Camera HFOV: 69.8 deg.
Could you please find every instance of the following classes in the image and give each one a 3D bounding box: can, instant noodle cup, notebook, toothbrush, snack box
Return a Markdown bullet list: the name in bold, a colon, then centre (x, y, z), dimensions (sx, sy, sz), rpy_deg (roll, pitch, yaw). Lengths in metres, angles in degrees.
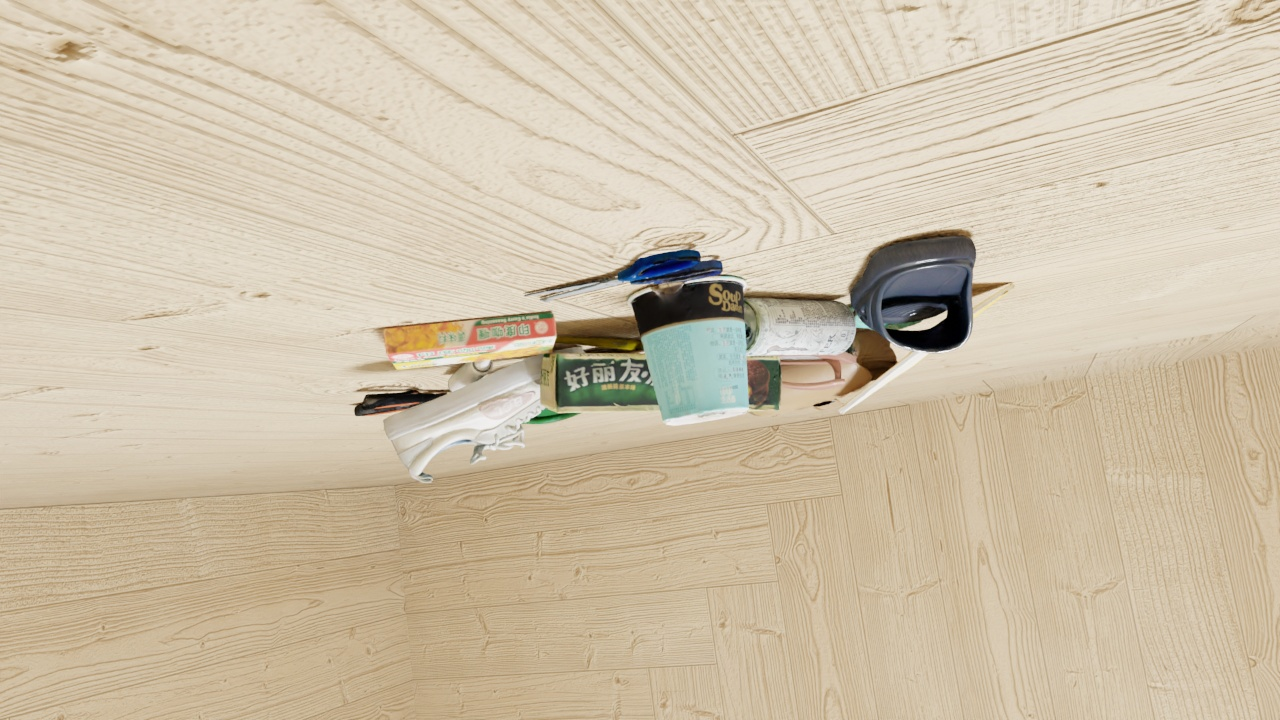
- **can**: centre (0.153, -0.034, 0.940), dimensions (0.146, 0.058, 0.058), rpy_deg (-1, 170, -37)
- **instant noodle cup**: centre (0.050, -0.005, 0.834), dimensions (0.111, 0.120, 0.111), rpy_deg (-7, 171, -1)
- **notebook**: centre (0.328, -0.011, 1.070), dimensions (0.145, 0.010, 0.207), rpy_deg (-28, 166, -29)
- **toothbrush**: centre (-0.185, 0.008, 1.035), dimensions (0.026, 0.027, 0.221), rpy_deg (-49, -171, -23)
- **snack box**: centre (0.019, 0.023, 0.976), dimensions (0.240, 0.063, 0.114), rpy_deg (0, 180, -12)
- **toothbrush**: centre (-0.066, -0.017, 1.000), dimensions (0.016, 0.016, 0.189), rpy_deg (-14, 170, 43)
- **snack box**: centre (-0.160, -0.018, 0.876), dimensions (0.155, 0.027, 0.077), rpy_deg (-6, 170, -9)

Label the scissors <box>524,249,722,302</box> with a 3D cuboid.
- **scissors**: centre (-0.019, -0.066, 0.739), dimensions (0.171, 0.012, 0.140), rpy_deg (-6, 173, -5)

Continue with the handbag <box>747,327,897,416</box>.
- **handbag**: centre (0.220, 0.014, 1.173), dimensions (0.205, 0.099, 0.147), rpy_deg (-20, 170, 30)

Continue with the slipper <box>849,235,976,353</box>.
- **slipper**: centre (0.260, -0.048, 0.871), dimensions (0.111, 0.083, 0.268), rpy_deg (-7, 170, 11)

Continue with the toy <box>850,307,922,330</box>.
- **toy**: centre (0.258, -0.049, 1.043), dimensions (0.091, 0.030, 0.097), rpy_deg (7, 171, -43)

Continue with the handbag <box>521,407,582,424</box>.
- **handbag**: centre (-0.108, 0.040, 1.166), dimensions (0.120, 0.068, 0.131), rpy_deg (-12, 170, 29)

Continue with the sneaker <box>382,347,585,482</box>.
- **sneaker**: centre (-0.158, 0.061, 1.030), dimensions (0.242, 0.090, 0.090), rpy_deg (-24, 179, -17)

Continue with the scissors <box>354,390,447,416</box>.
- **scissors**: centre (-0.297, 0.051, 1.253), dimensions (0.235, 0.021, 0.220), rpy_deg (-11, 176, 19)

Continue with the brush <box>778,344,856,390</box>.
- **brush**: centre (0.174, -0.002, 1.076), dimensions (0.146, 0.073, 0.063), rpy_deg (-2, 171, 36)
